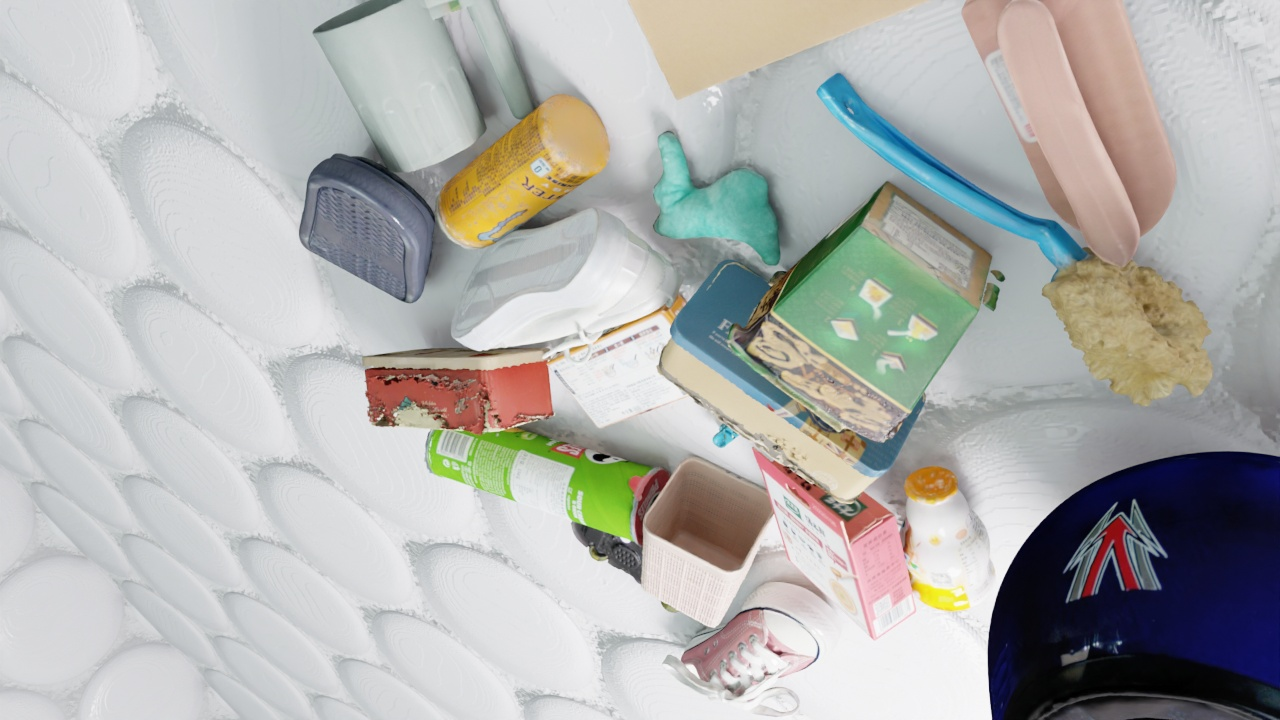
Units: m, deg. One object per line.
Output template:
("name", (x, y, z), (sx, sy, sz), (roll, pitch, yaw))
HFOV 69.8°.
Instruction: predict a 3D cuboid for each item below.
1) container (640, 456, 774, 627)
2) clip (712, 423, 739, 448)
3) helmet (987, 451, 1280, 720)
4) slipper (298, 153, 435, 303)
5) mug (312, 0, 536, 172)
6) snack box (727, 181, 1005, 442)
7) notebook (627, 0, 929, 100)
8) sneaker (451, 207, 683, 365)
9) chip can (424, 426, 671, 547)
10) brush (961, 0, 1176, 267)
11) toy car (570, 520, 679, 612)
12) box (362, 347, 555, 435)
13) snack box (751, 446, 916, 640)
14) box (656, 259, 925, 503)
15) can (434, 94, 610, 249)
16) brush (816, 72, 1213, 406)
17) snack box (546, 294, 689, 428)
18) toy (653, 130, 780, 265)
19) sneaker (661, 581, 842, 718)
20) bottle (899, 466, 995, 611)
("container", (0.054, 0.161, 0.789), (0.090, 0.089, 0.111), (25, 140, 16))
("clip", (0.076, 0.051, 0.725), (0.014, 0.043, 0.057), (43, 143, -3))
("helmet", (0.336, 0.198, 0.492), (0.248, 0.239, 0.315), (-25, 99, 45))
("slipper", (-0.203, -0.115, 0.730), (0.110, 0.083, 0.269), (32, 165, -12))
("mug", (-0.143, -0.198, 0.626), (0.124, 0.083, 0.103), (-13, 122, 14))
("snack box", (0.138, -0.036, 0.543), (0.117, 0.118, 0.106), (36, 127, 3))
("notebook", (0.067, -0.235, 0.483), (0.208, 0.008, 0.148), (-9, 121, 41))
("sneaker", (-0.060, -0.049, 0.695), (0.090, 0.089, 0.243), (24, 160, -30))
("chip can", (-0.089, 0.105, 0.854), (0.236, 0.072, 0.072), (13, 133, 27))
("brush", (0.209, -0.116, 0.437), (0.063, 0.072, 0.145), (-13, 120, 41))
("toy car", (0.004, 0.185, 0.880), (0.158, 0.042, 0.070), (31, 139, 7))
("box", (-0.163, 0.032, 0.811), (0.169, 0.091, 0.080), (0, 97, 36))
("snack box", (0.144, 0.125, 0.684), (0.113, 0.044, 0.127), (41, 156, 55))
("box", (0.095, 0.010, 0.621), (0.184, 0.089, 0.059), (34, 145, 3))
("can", (-0.087, -0.130, 0.651), (0.146, 0.058, 0.058), (-23, 111, 46))
("brush", (0.197, -0.072, 0.495), (0.254, 0.083, 0.046), (41, 142, 10))
("snack box", (-0.004, 0.004, 0.736), (0.154, 0.026, 0.075), (-22, 112, 46))
("toy", (0.044, -0.105, 0.602), (0.092, 0.030, 0.096), (2, 121, 33))
("sneaker", (0.099, 0.286, 0.867), (0.118, 0.087, 0.242), (41, 140, -1))
("bottle", (0.216, 0.127, 0.656), (0.063, 0.063, 0.108), (2, 127, 35))
